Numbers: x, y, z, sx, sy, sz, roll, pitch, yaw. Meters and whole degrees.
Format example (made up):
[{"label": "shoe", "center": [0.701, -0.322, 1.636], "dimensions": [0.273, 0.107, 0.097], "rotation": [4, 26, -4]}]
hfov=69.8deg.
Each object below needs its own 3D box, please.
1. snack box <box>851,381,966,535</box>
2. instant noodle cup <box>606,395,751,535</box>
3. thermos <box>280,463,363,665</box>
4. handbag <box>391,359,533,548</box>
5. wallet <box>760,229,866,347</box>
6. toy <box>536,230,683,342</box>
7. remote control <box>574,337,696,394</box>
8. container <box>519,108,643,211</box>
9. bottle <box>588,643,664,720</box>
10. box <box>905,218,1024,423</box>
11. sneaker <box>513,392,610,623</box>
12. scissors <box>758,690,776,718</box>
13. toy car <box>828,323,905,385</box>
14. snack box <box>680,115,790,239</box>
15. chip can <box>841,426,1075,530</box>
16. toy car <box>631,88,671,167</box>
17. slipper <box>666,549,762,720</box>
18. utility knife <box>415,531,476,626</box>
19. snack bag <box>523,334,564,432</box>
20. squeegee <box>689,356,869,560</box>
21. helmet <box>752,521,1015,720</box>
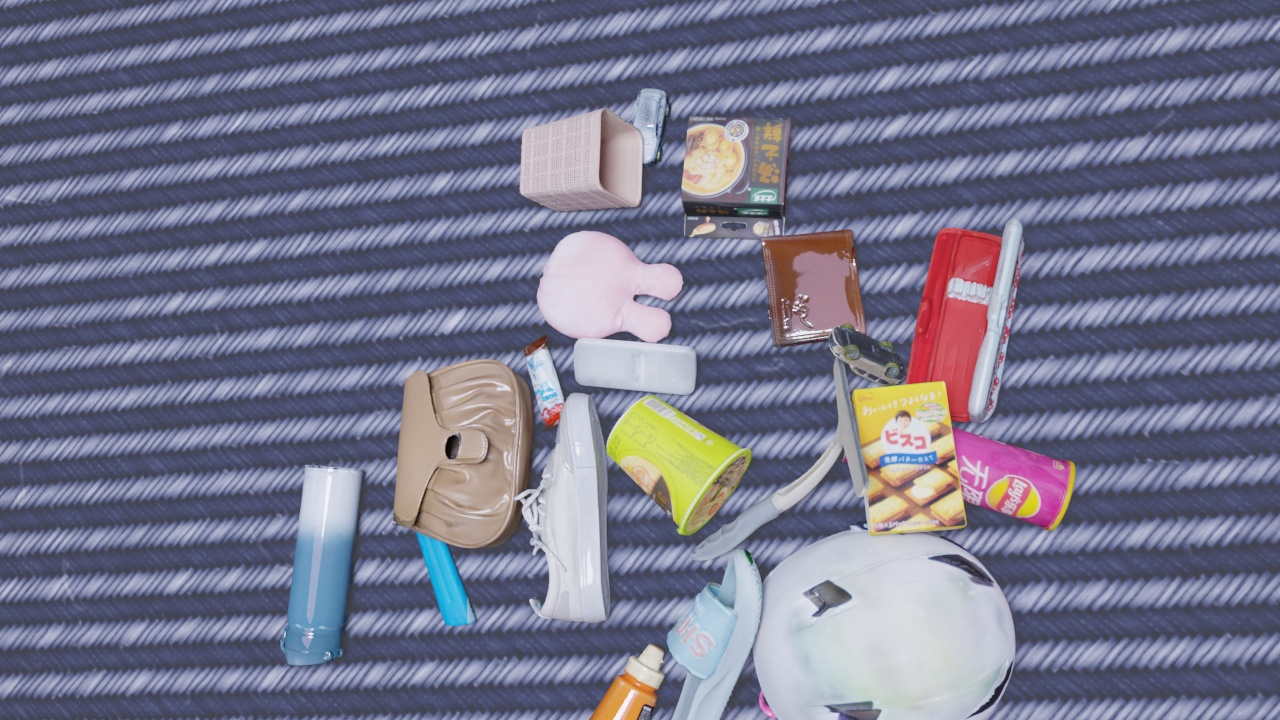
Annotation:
[{"label": "snack box", "center": [0.254, 0.093, 0.874], "dimensions": [0.087, 0.034, 0.140], "rotation": [-5, 72, 7]}, {"label": "instant noodle cup", "center": [0.033, 0.102, 0.956], "dimensions": [0.123, 0.111, 0.111], "rotation": [37, 90, 21]}, {"label": "thermos", "center": [-0.356, 0.227, 1.025], "dimensions": [0.070, 0.070, 0.220], "rotation": [4, 83, 11]}, {"label": "handbag", "center": [-0.194, 0.099, 0.995], "dimensions": [0.148, 0.100, 0.204], "rotation": [0, 78, 8]}, {"label": "wallet", "center": [0.185, -0.078, 0.987], "dimensions": [0.101, 0.032, 0.124], "rotation": [-7, 80, 12]}, {"label": "toy", "center": [-0.035, -0.076, 1.014], "dimensions": [0.159, 0.054, 0.121], "rotation": [18, 93, 13]}, {"label": "remote control", "center": [-0.006, 0.006, 1.004], "dimensions": [0.136, 0.020, 0.056], "rotation": [5, 116, 11]}, {"label": "container", "center": [-0.067, -0.215, 1.012], "dimensions": [0.111, 0.090, 0.090], "rotation": [-2, 83, 30]}, {"label": "bottle", "center": [-0.017, 0.364, 0.948], "dimensions": [0.067, 0.067, 0.149], "rotation": [26, 80, 13]}, {"label": "box", "center": [0.330, -0.041, 0.919], "dimensions": [0.095, 0.101, 0.201], "rotation": [12, 84, 11]}, {"label": "sneaker", "center": [-0.083, 0.156, 0.974], "dimensions": [0.091, 0.089, 0.242], "rotation": [-2, 88, 5]}, {"label": "scissors", "center": [0.187, 0.323, 0.938], "dimensions": [0.083, 0.017, 0.137], "rotation": [41, 87, 14]}, {"label": "toy car", "center": [0.231, -0.005, 0.946], "dimensions": [0.090, 0.042, 0.035], "rotation": [25, 126, -20]}, {"label": "snack box", "center": [0.106, -0.202, 1.012], "dimensions": [0.113, 0.053, 0.125], "rotation": [3, 77, 11]}, {"label": "chip can", "center": [0.313, 0.102, 0.916], "dimensions": [0.211, 0.071, 0.071], "rotation": [18, 85, 12]}, {"label": "toy car", "center": [0.008, -0.266, 1.045], "dimensions": [0.043, 0.034, 0.090], "rotation": [11, 86, 9]}, {"label": "slipper", "center": [0.057, 0.300, 0.919], "dimensions": [0.074, 0.104, 0.245], "rotation": [20, 94, 0]}, {"label": "utility knife", "center": [-0.225, 0.222, 1.026], "dimensions": [0.034, 0.018, 0.159], "rotation": [-24, 77, 3]}, {"label": "snack bag", "center": [-0.106, 0.026, 1.022], "dimensions": [0.048, 0.026, 0.104], "rotation": [-27, 76, 47]}, {"label": "squeegee", "center": [0.141, 0.136, 0.927], "dimensions": [0.039, 0.246, 0.247], "rotation": [36, 115, -13]}, {"label": "helmet", "center": [0.235, 0.264, 0.862], "dimensions": [0.259, 0.146, 0.229], "rotation": [-11, 77, 4]}]
